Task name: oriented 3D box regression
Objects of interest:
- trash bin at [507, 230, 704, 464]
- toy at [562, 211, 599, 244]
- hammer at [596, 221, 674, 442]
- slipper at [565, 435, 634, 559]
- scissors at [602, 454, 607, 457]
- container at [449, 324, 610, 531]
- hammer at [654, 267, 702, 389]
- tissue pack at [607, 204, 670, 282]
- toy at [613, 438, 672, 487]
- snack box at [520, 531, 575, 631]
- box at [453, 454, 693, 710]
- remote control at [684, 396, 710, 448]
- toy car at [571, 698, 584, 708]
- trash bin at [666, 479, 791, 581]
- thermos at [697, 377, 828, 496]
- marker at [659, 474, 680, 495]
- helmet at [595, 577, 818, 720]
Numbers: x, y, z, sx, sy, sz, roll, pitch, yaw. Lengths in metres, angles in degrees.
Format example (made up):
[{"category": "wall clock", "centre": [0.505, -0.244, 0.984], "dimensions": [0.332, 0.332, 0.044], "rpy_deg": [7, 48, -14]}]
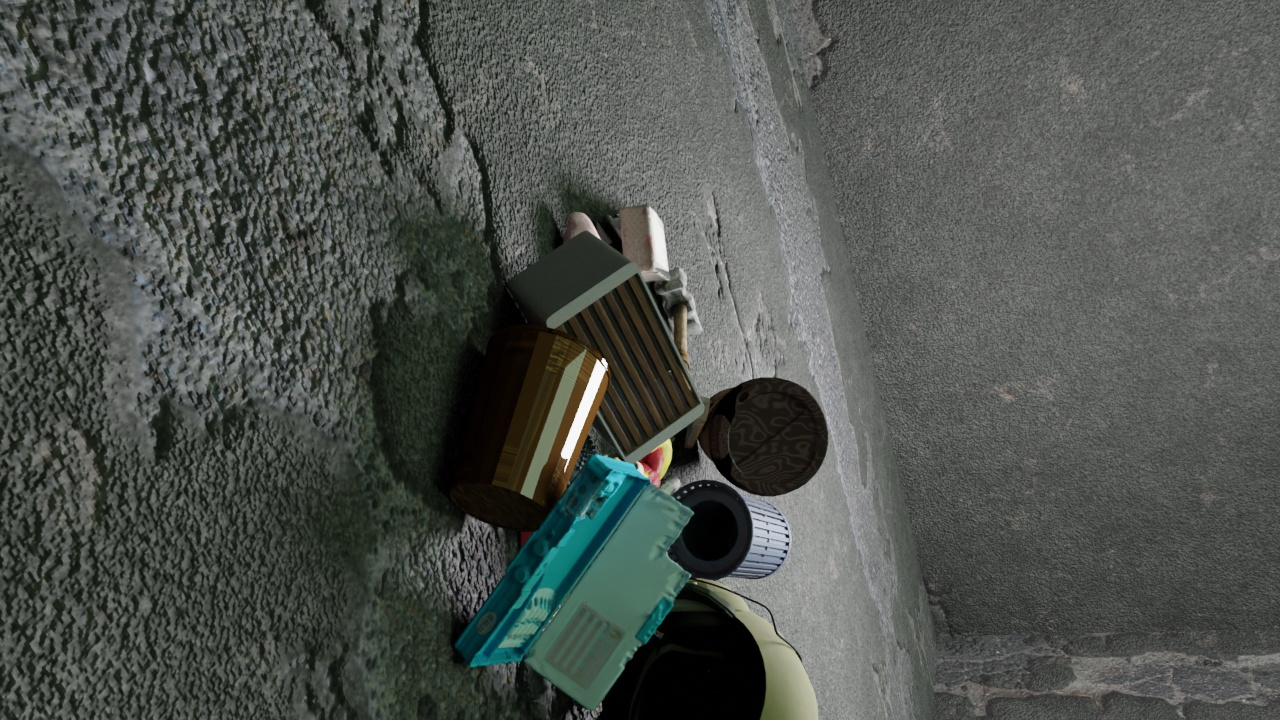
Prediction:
[{"category": "trash bin", "centre": [-0.036, -0.013, 1.051], "dimensions": [0.114, 0.114, 0.229], "rpy_deg": [41, -17, 52]}, {"category": "toy", "centre": [-0.070, -0.125, 1.153], "dimensions": [0.099, 0.053, 0.095], "rpy_deg": [58, 34, -44]}, {"category": "hammer", "centre": [-0.009, -0.039, 1.286], "dimensions": [0.155, 0.043, 0.322], "rpy_deg": [-49, 124, -60]}, {"category": "slipper", "centre": [-0.025, 0.163, 1.047], "dimensions": [0.263, 0.083, 0.101], "rpy_deg": [62, 26, -3]}, {"category": "scissors", "centre": [-0.059, 0.170, 1.111], "dimensions": [0.090, 0.014, 0.171], "rpy_deg": [44, 36, -51]}, {"category": "container", "centre": [-0.113, 0.071, 0.905], "dimensions": [0.132, 0.132, 0.166], "rpy_deg": [55, 40, -45]}, {"category": "hammer", "centre": [0.058, -0.019, 1.322], "dimensions": [0.318, 0.049, 0.121], "rpy_deg": [-86, 156, -60]}, {"category": "tissue pack", "centre": [-0.001, -0.166, 1.305], "dimensions": [0.181, 0.071, 0.104], "rpy_deg": [-12, 94, -79]}, {"category": "toy", "centre": [-0.001, 0.149, 1.204], "dimensions": [0.137, 0.067, 0.106], "rpy_deg": [-31, 136, -62]}, {"category": "snack box", "centre": [-0.100, 0.224, 0.999], "dimensions": [0.089, 0.021, 0.133], "rpy_deg": [23, 61, -64]}, {"category": "box", "centre": [-0.054, 0.208, 0.883], "dimensions": [0.172, 0.227, 0.083], "rpy_deg": [33, 6, -30]}, {"category": "remote control", "centre": [0.085, 0.095, 1.398], "dimensions": [0.126, 0.018, 0.038], "rpy_deg": [105, -3, -61]}, {"category": "toy car", "centre": [-0.044, 0.363, 1.055], "dimensions": [0.105, 0.033, 0.048], "rpy_deg": [-5, 82, -51]}, {"category": "trash bin", "centre": [0.138, 0.264, 1.386], "dimensions": [0.249, 0.139, 0.139], "rpy_deg": [30, 55, -63]}, {"category": "thermos", "centre": [0.170, 0.110, 1.397], "dimensions": [0.226, 0.172, 0.172], "rpy_deg": [177, -97, -81]}, {"category": "marker", "centre": [0.024, 0.189, 1.290], "dimensions": [0.125, 0.025, 0.025], "rpy_deg": [-24, 103, -66]}, {"category": "helmet", "centre": [0.051, 0.364, 0.953], "dimensions": [0.233, 0.256, 0.249], "rpy_deg": [52, 37, -45]}]
